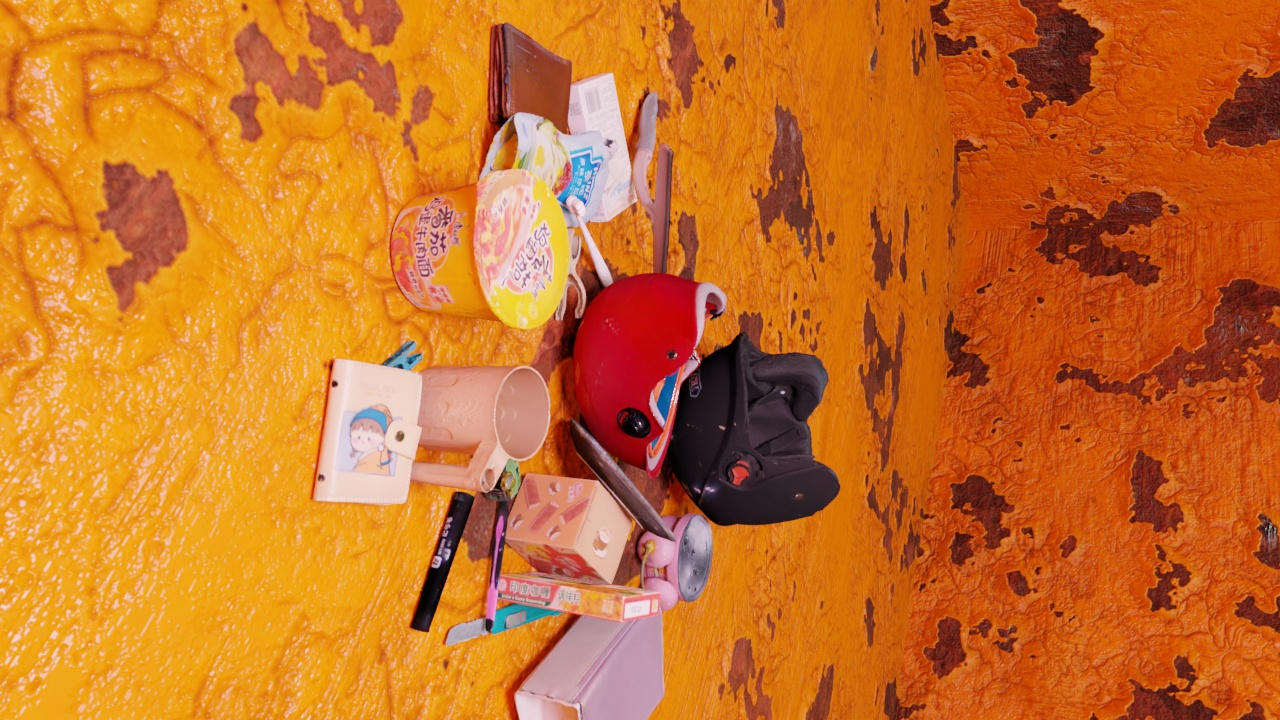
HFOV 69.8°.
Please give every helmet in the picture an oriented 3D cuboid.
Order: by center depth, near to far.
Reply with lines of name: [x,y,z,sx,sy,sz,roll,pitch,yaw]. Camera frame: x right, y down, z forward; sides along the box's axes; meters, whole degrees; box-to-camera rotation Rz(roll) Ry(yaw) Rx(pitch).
helmet: [-0.006,0.006,1.044,0.206,0.144,0.240,-55,164,-62]
helmet: [0.142,0.099,1.231,0.275,0.231,0.232,55,24,-31]

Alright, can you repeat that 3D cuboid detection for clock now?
clock: [0.041,0.268,1.229,0.158,0.060,0.117,-25,114,-60]

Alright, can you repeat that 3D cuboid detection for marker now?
marker: [-0.183,0.186,0.855,0.022,0.020,0.131,70,32,-64]

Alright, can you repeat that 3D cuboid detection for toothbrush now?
toothbrush: [-0.141,0.177,0.930,0.018,0.014,0.189,36,57,-67]
toothbrush: [-0.053,-0.128,1.041,0.016,0.016,0.180,-50,154,-14]

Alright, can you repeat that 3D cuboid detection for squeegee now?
squeegee: [0.010,-0.245,1.124,0.248,0.040,0.249,90,-2,-55]

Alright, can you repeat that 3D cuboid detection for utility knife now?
utility knife: [-0.131,0.269,0.960,0.216,0.013,0.029,5,84,-61]

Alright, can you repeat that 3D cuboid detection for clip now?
clip: [-0.211,0.005,0.800,0.056,0.014,0.043,-50,132,-45]
clip: [-0.088,-0.096,0.998,0.092,0.035,0.103,0,87,-63]

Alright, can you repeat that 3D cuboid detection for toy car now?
toy car: [-0.143,0.093,0.900,0.036,0.043,0.091,-37,125,-51]

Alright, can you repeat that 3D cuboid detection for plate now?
plate: [-0.027,0.137,1.013,0.024,0.179,0.179,-40,135,-9]

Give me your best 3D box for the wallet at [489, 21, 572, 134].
wallet: [-0.111,-0.282,0.951,0.124,0.032,0.101,7,83,-62]

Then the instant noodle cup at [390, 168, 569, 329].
instant noodle cup: [-0.144,-0.097,0.816,0.137,0.110,0.138,-8,99,-61]

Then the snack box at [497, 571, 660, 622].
snack box: [-0.066,0.238,0.928,0.077,0.156,0.027,19,74,-60]

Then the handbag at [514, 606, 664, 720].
handbag: [-0.050,0.371,1.026,0.196,0.099,0.145,-35,120,-57]

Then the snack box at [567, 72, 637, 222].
snack box: [-0.046,-0.249,1.073,0.084,0.027,0.157,-45,130,-53]

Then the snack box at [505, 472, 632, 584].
snack box: [-0.077,0.178,0.970,0.093,0.094,0.076,57,44,-47]

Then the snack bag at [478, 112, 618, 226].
snack bag: [-0.089,-0.195,0.963,0.190,0.039,0.110,-7,116,-59]

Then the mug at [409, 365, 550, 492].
mug: [-0.153,0.060,0.814,0.084,0.104,0.124,62,40,-41]

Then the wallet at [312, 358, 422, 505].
wallet: [-0.222,0.061,0.760,0.087,0.024,0.115,13,79,-43]
